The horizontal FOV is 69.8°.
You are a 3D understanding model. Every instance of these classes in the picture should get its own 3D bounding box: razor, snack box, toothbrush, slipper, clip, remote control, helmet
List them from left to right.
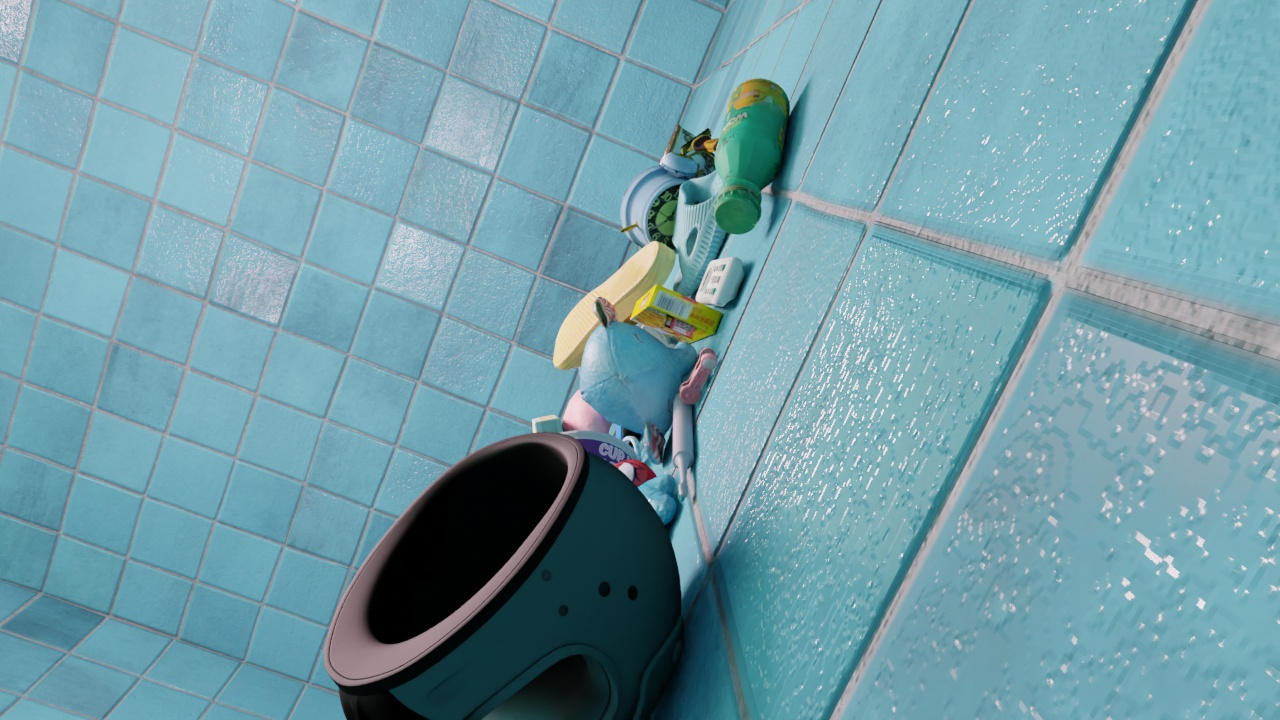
[{"bbox_3d":[-0.074,0.192,0.589,0.177,0.200,0.273,-8,31,32],"label":"helmet"},{"bbox_3d":[-0.124,0.179,1.347,0.141,0.044,0.193,169,90,-82],"label":"snack box"},{"bbox_3d":[-0.029,-0.058,1.231,0.264,0.078,0.099,-41,27,40],"label":"slipper"},{"bbox_3d":[0.036,-0.048,1.003,0.152,0.075,0.025,158,136,-81],"label":"snack box"},{"bbox_3d":[0.038,0.075,0.829,0.187,0.018,0.019,-84,15,-68],"label":"toothbrush"},{"bbox_3d":[0.056,0.011,0.882,0.045,0.023,0.060,-69,6,-50],"label":"clip"},{"bbox_3d":[0.084,-0.193,1.130,0.115,0.069,0.277,-83,16,-55],"label":"slipper"},{"bbox_3d":[0.086,-0.258,1.094,0.044,0.021,0.144,-36,18,-3],"label":"razor"},{"bbox_3d":[0.083,-0.080,0.947,0.133,0.022,0.050,-137,68,-83],"label":"remote control"}]

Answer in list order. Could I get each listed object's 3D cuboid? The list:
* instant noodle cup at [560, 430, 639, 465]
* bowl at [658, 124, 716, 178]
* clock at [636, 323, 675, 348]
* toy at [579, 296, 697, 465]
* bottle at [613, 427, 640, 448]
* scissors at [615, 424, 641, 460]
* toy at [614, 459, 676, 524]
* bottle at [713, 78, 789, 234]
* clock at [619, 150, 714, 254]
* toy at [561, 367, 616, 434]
[{"bbox_3d":[-0.064,0.169,1.043,0.137,0.122,0.121,77,-168,-49],"label":"instant noodle cup"},{"bbox_3d":[0.066,-0.254,1.348,0.160,0.094,0.160,-161,92,-84],"label":"bowl"},{"bbox_3d":[-0.007,0.006,1.153,0.120,0.061,0.159,-44,-7,-2],"label":"clock"},{"bbox_3d":[0.007,0.017,0.982,0.115,0.183,0.180,-25,-7,15],"label":"toy"},{"bbox_3d":[-0.021,0.102,1.181,0.033,0.033,0.123,-78,11,-58],"label":"bottle"},{"bbox_3d":[-0.030,0.121,1.147,0.127,0.013,0.125,3,90,61],"label":"scissors"},{"bbox_3d":[-0.007,0.137,0.834,0.133,0.062,0.092,180,105,-71],"label":"toy"},{"bbox_3d":[0.110,-0.207,0.935,0.068,0.068,0.209,118,171,-47],"label":"bottle"},{"bbox_3d":[0.046,-0.212,1.226,0.162,0.118,0.060,-54,39,3],"label":"clock"},{"bbox_3d":[-0.056,0.046,1.346,0.191,0.099,0.224,-69,16,0],"label":"toy"}]
